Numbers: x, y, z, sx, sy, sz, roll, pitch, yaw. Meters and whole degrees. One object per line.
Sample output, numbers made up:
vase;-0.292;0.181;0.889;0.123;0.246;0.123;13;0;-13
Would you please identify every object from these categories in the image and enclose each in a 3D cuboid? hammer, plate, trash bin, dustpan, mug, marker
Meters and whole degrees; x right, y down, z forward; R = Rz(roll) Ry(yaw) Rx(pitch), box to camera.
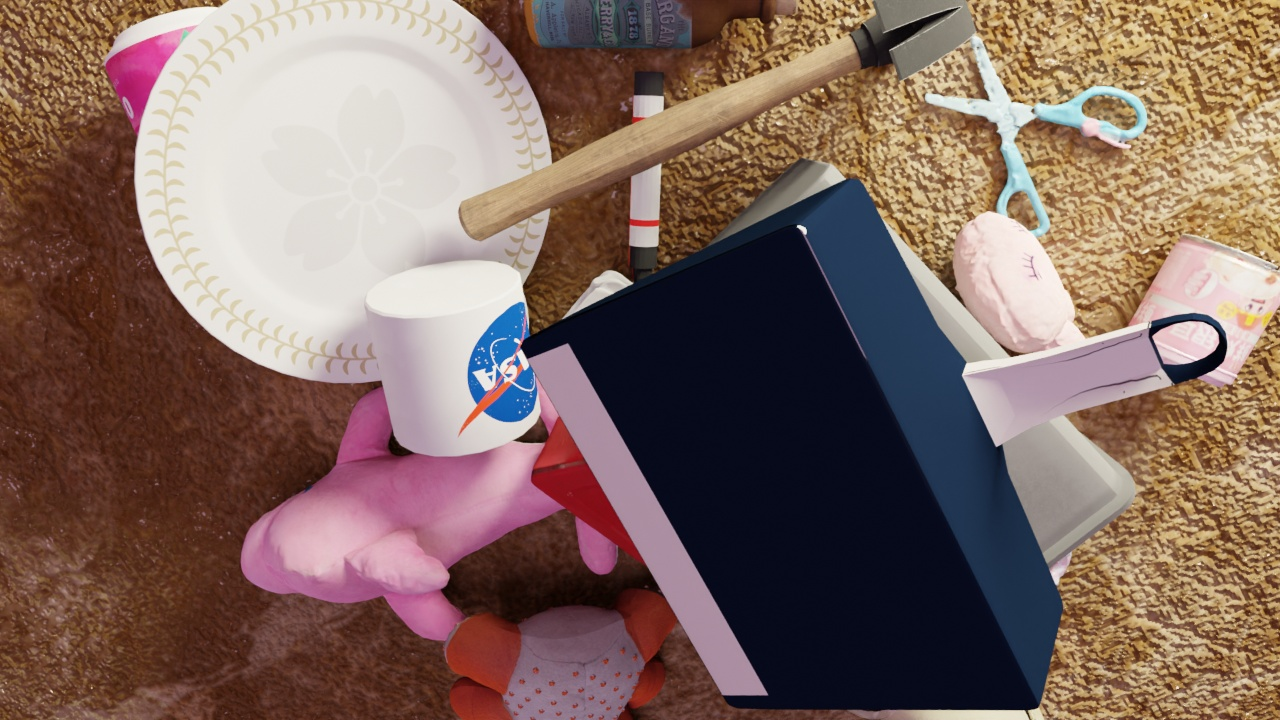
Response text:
hammer;0.034;-0.138;0.527;0.306;0.132;0.040;-22;103;11
plate;-0.166;-0.103;0.550;0.242;0.016;0.243;-12;116;-28
trash bin;0.140;-0.003;0.525;0.098;0.191;0.220;-43;97;13
dustpan;0.111;0.040;0.420;0.274;0.079;0.236;-19;105;41
mug;-0.105;-0.010;0.568;0.091;0.121;0.090;7;118;24
marker;0.003;-0.110;0.593;0.019;0.019;0.146;3;105;3

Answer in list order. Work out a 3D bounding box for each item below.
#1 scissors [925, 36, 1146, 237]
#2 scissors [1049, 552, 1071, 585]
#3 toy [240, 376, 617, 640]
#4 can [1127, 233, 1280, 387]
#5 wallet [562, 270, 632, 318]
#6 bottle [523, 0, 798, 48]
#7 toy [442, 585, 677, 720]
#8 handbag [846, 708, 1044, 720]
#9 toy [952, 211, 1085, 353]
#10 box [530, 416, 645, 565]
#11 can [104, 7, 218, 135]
scissors;0.240;-0.134;0.576;0.136;0.015;0.126;13;105;7
scissors;0.232;0.156;0.591;0.017;0.173;0.077;36;115;41
toy;-0.143;0.110;0.607;0.265;0.128;0.187;-17;97;-2
can;0.347;-0.030;0.565;0.067;0.067;0.076;22;105;-2
wallet;-0.004;0.004;0.610;0.116;0.032;0.086;34;110;-16
bottle;0.013;-0.219;0.538;0.157;0.067;0.068;2;105;4
toy;-0.054;0.241;0.649;0.163;0.093;0.173;-6;118;-22
handbag;0.153;0.202;0.593;0.229;0.183;0.132;39;107;-24
toy;0.234;-0.038;0.560;0.105;0.108;0.053;34;125;-28
box;0.033;0.062;0.564;0.129;0.086;0.159;40;144;-26
can;-0.255;-0.125;0.571;0.088;0.088;0.166;-18;103;8
